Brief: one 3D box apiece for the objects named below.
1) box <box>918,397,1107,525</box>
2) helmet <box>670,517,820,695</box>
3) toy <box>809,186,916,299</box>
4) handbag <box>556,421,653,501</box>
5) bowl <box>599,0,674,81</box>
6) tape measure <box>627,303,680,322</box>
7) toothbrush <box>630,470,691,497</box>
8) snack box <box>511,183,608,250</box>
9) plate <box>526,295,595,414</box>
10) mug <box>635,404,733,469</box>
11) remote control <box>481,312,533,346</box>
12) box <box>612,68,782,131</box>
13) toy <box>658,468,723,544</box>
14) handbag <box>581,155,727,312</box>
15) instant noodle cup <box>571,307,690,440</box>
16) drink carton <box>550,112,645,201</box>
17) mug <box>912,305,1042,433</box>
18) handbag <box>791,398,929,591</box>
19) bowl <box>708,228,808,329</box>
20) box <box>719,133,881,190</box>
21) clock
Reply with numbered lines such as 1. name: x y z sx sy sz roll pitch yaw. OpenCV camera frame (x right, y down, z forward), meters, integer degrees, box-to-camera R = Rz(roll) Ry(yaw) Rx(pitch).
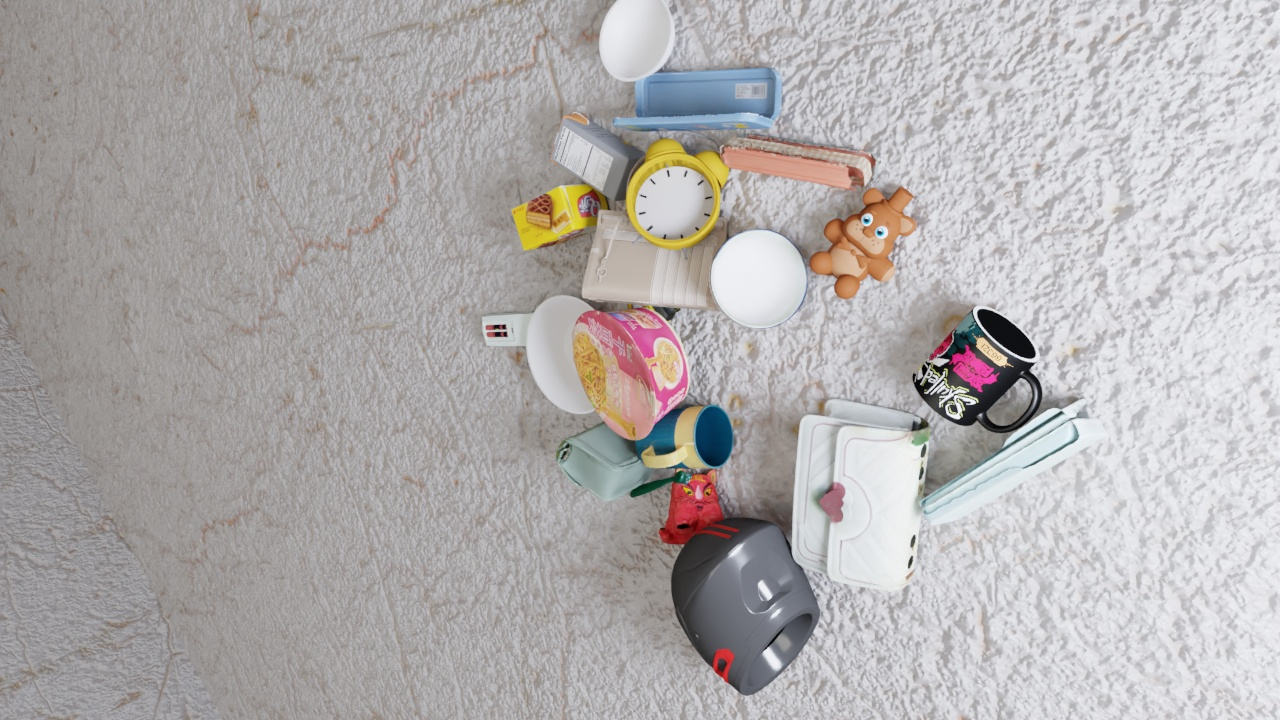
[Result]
1. box: 0.382 0.112 0.960 0.066 0.082 0.200 50 128 5
2. helmet: 0.122 0.294 1.160 0.170 0.164 0.265 43 151 31
3. toy: 0.249 -0.133 1.009 0.095 0.065 0.128 44 121 13
4. handbag: -0.041 0.133 1.280 0.106 0.121 0.067 32 122 25
5. bowl: 0.005 -0.398 1.138 0.110 0.040 0.110 1 91 36
6. tape measure: 0.015 -0.074 1.228 0.065 0.037 0.064 51 125 9
7. toothbrush: 0.026 0.172 1.259 0.190 0.017 0.016 145 140 -65
8. snack box: -0.108 -0.198 1.261 0.106 0.083 0.061 -15 92 41
9. plate: -0.090 -0.012 1.331 0.174 0.036 0.174 12 110 36
10. mug: 0.047 0.108 1.206 0.107 0.113 0.083 -5 108 41
11. remote control: -0.193 -0.047 1.411 0.144 0.024 0.049 0 103 39
12. box: 0.064 -0.316 1.102 0.209 0.077 0.074 9 103 36
13. toy: 0.067 0.206 1.264 0.133 0.088 0.094 122 148 -54
14. handbag: 0.026 -0.168 1.166 0.176 0.062 0.198 6 90 13
15. instant noodle cup: -0.007 0.007 1.191 0.179 0.077 0.179 37 139 40
16. drink carton: -0.056 -0.270 1.221 0.125 0.048 0.076 37 123 25
17. mug: 0.357 0.019 0.947 0.118 0.081 0.098 55 130 28
18. handbag: 0.255 0.156 1.065 0.142 0.096 0.199 11 107 35
19. bowl: 0.134 -0.094 1.097 0.062 0.118 0.118 168 84 -81
20. box: 0.185 -0.230 1.057 0.188 0.062 0.058 20 140 31
21. clock: 0.046 -0.206 1.120 0.113 0.052 0.152 18 87 9
